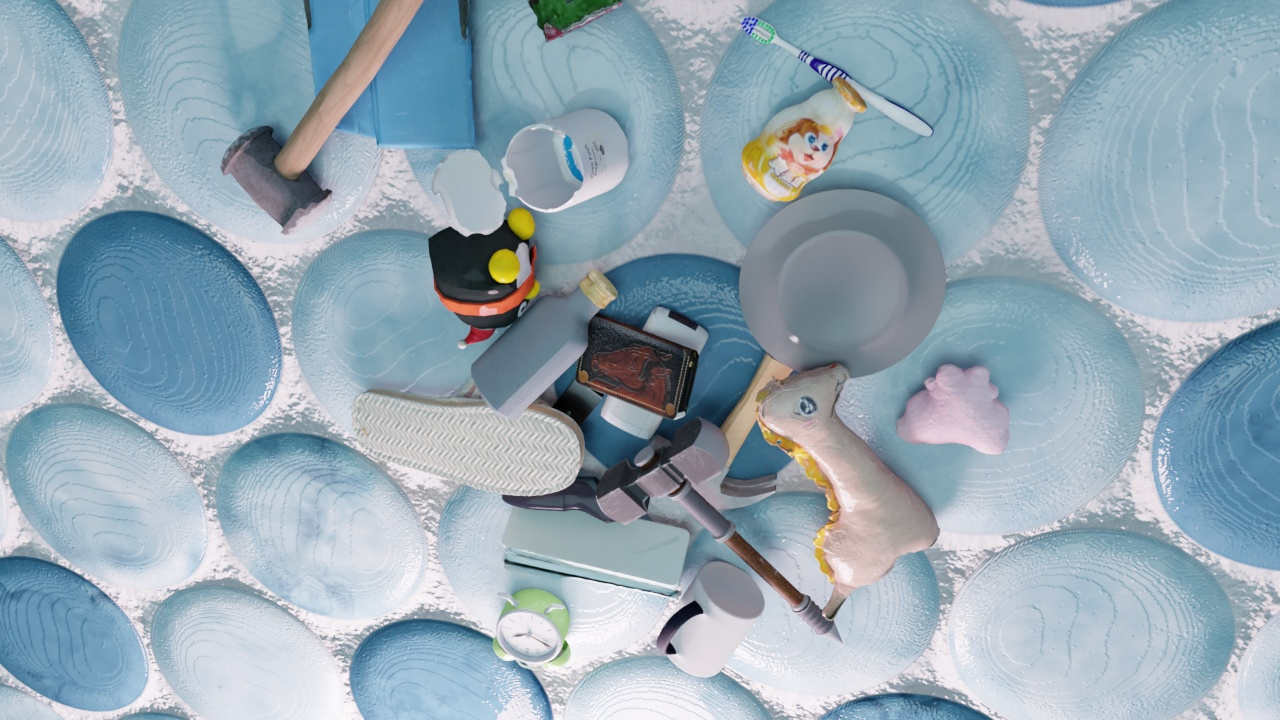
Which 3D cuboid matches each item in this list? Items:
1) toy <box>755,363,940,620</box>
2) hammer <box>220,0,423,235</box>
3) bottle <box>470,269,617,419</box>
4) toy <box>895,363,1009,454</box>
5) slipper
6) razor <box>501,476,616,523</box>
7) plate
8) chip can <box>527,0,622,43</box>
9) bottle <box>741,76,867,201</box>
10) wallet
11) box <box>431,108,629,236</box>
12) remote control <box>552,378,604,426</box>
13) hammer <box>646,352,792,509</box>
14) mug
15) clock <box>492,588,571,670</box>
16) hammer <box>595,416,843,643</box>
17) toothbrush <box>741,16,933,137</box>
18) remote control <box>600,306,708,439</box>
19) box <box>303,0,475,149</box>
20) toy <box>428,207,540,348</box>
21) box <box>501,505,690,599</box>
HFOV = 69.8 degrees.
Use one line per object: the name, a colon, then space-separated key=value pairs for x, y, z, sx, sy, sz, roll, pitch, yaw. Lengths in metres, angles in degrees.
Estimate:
toy: x=0.180 y=0.129 z=0.882 sx=0.196 sy=0.065 sz=0.264 roll=-45 pitch=116 yaw=9
hammer: x=-0.267 y=-0.222 z=0.795 sx=0.098 sy=0.052 sz=0.329 roll=48 pitch=132 yaw=-12
bottle: x=-0.090 y=-0.021 z=0.883 sx=0.161 sy=0.072 sz=0.046 roll=-43 pitch=143 yaw=12
toy: x=0.291 y=0.044 z=0.849 sx=0.102 sy=0.050 sz=0.093 roll=3 pitch=119 yaw=14
slipper: x=-0.180 y=0.072 z=0.965 sx=0.263 sy=0.052 sz=0.115 roll=7 pitch=113 yaw=16
razor: x=-0.076 y=0.146 z=0.974 sx=0.143 sy=0.047 sz=0.052 roll=-1 pitch=88 yaw=7
plate: x=0.176 y=-0.062 z=0.806 sx=0.178 sy=0.012 sz=0.179 roll=4 pitch=116 yaw=8
chip can: x=-0.094 y=-0.371 z=0.722 sx=0.076 sy=0.075 sz=0.223 roll=-21 pitch=108 yaw=20
bottle: x=0.136 y=-0.185 z=0.765 sx=0.063 sy=0.063 sz=0.109 roll=42 pitch=118 yaw=-9
wallet: x=-0.005 y=0.005 z=0.878 sx=0.123 sy=0.019 sz=0.072 roll=20 pitch=108 yaw=31
box: x=-0.089 y=-0.159 z=0.779 sx=0.119 sy=0.159 sz=0.084 roll=-4 pitch=109 yaw=25
remote control: x=-0.093 y=0.077 z=0.968 sx=0.034 sy=0.013 sz=0.150 roll=37 pitch=117 yaw=-6
hammer: x=0.127 y=0.010 z=0.876 sx=0.131 sy=0.039 sz=0.329 roll=28 pitch=117 yaw=-3
mug: x=0.065 y=0.279 z=0.979 sx=0.078 sy=0.111 sz=0.097 roll=48 pitch=124 yaw=34
clock: x=-0.125 y=0.316 z=1.073 sx=0.094 sy=0.042 sz=0.119 roll=11 pitch=116 yaw=8
hammer: x=0.110 y=0.197 z=0.936 sx=0.156 sy=0.043 sz=0.322 roll=-33 pitch=113 yaw=30
toothbrush: x=0.164 y=-0.235 z=0.763 sx=0.186 sy=0.016 sz=0.015 roll=30 pitch=117 yaw=-3
remote control: x=0.012 y=0.015 z=0.909 sx=0.060 sy=0.025 sz=0.139 roll=27 pitch=115 yaw=-2
box: x=-0.227 y=-0.302 z=0.792 sx=0.173 sy=0.066 sz=0.232 roll=7 pitch=117 yaw=10
toy: x=-0.145 y=-0.076 z=0.867 sx=0.100 sy=0.097 sz=0.119 roll=3 pitch=138 yaw=11
box: x=-0.049 y=0.219 z=1.008 sx=0.199 sy=0.085 sz=0.096 roll=11 pitch=149 yaw=10
